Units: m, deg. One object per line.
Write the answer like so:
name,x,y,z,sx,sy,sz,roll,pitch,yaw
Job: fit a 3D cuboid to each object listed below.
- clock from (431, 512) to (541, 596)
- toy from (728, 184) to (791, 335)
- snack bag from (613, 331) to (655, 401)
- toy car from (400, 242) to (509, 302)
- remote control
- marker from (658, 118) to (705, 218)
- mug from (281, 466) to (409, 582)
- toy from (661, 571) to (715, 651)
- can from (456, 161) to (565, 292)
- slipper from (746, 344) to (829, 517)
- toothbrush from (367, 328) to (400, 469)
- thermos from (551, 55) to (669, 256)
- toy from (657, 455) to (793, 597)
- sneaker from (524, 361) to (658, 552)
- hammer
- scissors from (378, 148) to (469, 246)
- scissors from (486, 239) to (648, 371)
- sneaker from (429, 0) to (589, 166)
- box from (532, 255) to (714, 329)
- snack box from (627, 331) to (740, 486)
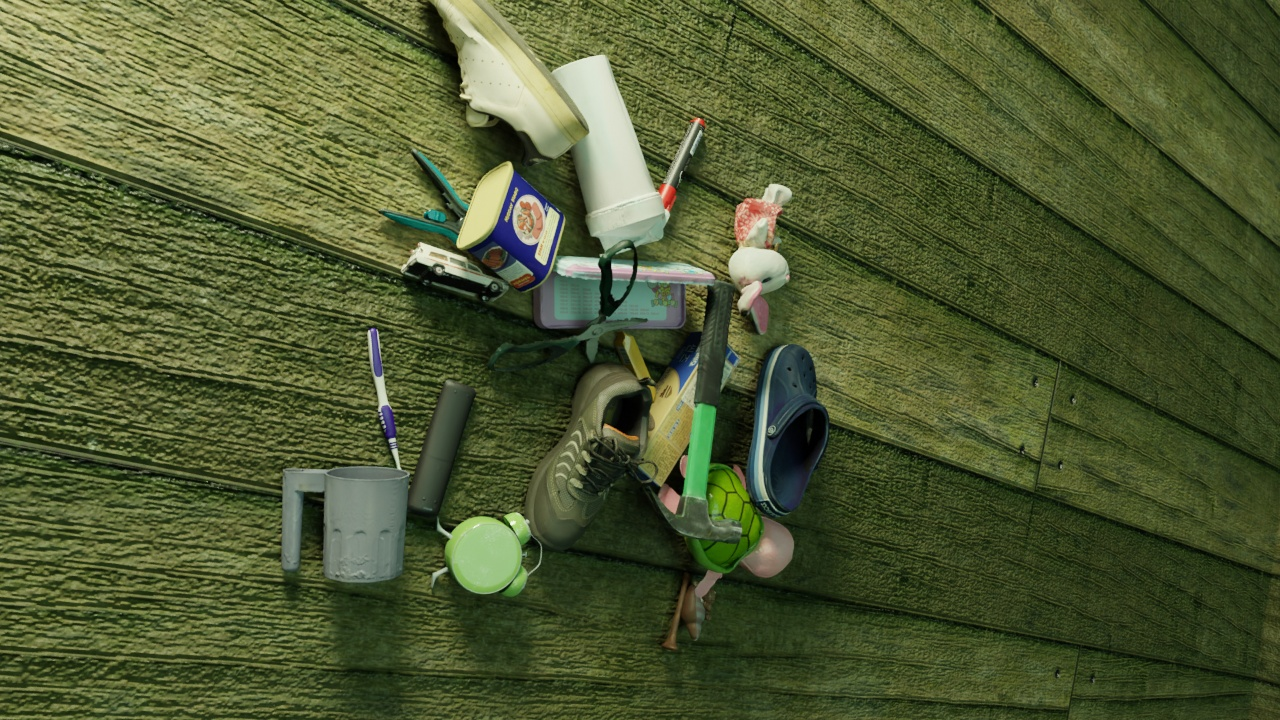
clock,-0.168,0.217,1.024,0.119,0.043,0.094,3,91,-23
toy,0.158,-0.137,1.214,0.159,0.084,0.194,45,53,-71
snack bag,-0.007,0.007,1.145,0.020,0.026,0.099,-32,108,-29
toy car,-0.201,-0.097,1.005,0.113,0.039,0.039,15,62,-34
remote control,-0.219,0.098,1.010,0.041,0.020,0.151,22,79,-34
marker,0.049,-0.245,1.175,0.023,0.021,0.144,30,75,-23
mug,-0.300,0.164,0.930,0.124,0.084,0.104,3,92,-10
toy,0.066,0.332,1.200,0.055,0.042,0.101,19,72,-10
can,-0.139,-0.144,1.011,0.092,0.057,0.116,39,47,-35
slipper,0.209,0.091,1.223,0.105,0.095,0.252,36,53,-30
toothbrush,-0.271,0.058,0.976,0.016,0.015,0.187,-13,99,-28
thermos,-0.035,-0.239,1.076,0.099,0.099,0.220,-22,101,-31
toy,0.111,0.212,1.193,0.238,0.088,0.189,44,51,-31
sneaker,-0.037,0.118,1.057,0.101,0.143,0.237,27,79,-32
hammer,0.079,0.057,1.125,0.130,0.032,0.318,13,77,-19
scissors,-0.215,-0.168,1.002,0.155,0.019,0.124,-8,98,-35
scissors,-0.073,-0.052,1.036,0.201,0.015,0.202,-14,142,-25
sneaker,-0.166,-0.312,0.998,0.102,0.088,0.241,-41,99,14
box,-0.014,-0.082,1.096,0.213,0.093,0.089,-1,92,-34
snack box,0.046,0.058,1.166,0.056,0.057,0.206,46,68,-30
